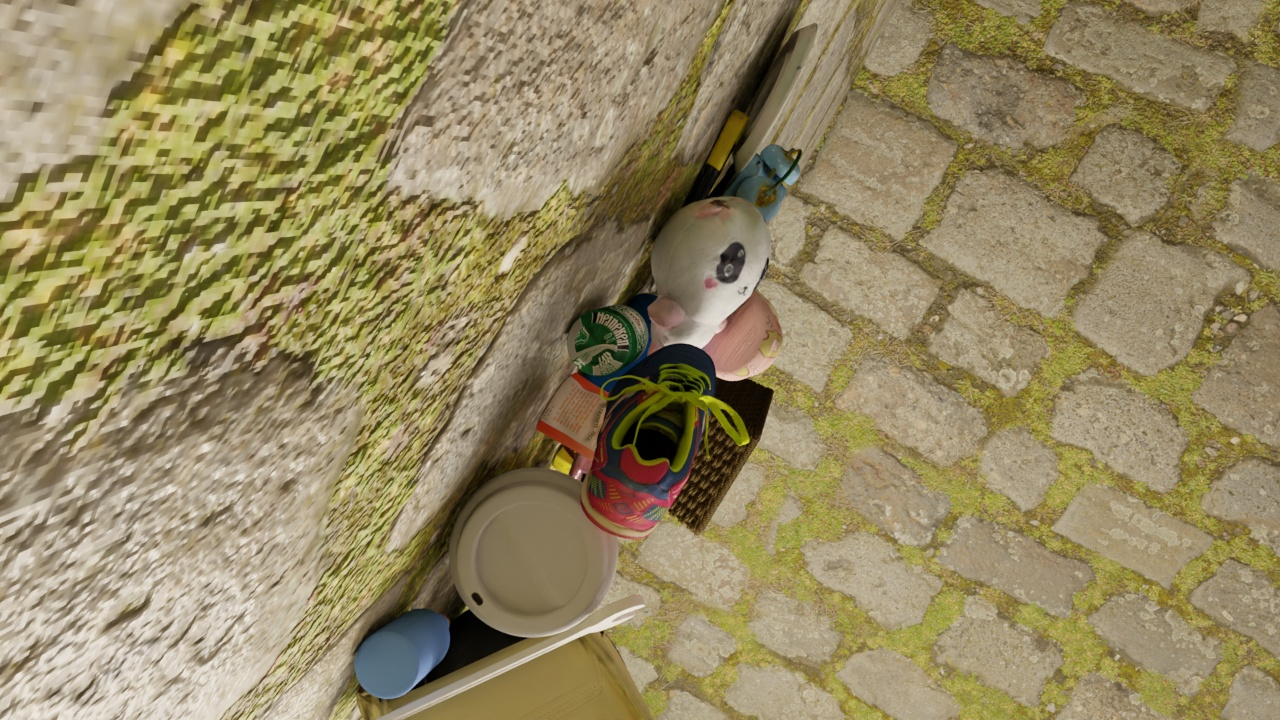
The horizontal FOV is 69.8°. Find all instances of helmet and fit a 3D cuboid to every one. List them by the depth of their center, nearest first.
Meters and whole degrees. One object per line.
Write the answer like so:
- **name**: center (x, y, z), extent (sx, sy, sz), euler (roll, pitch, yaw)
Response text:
- **helmet**: center (-0.133, 0.376, 0.998), extent (0.317, 0.249, 0.235), euler (163, -61, -68)

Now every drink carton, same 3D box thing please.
- **drink carton**: center (-0.026, 0.067, 0.840), extent (0.069, 0.122, 0.039), euler (-57, 174, -26)

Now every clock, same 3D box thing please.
- **clock**: center (0.109, -0.169, 0.961), extent (0.162, 0.060, 0.117), euler (-39, -165, 53)

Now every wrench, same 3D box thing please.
- **wrench**: center (-0.122, 0.240, 0.694), extent (0.273, 0.009, 0.047), euler (-24, 157, -3)

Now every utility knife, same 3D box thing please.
- **utility knife**: center (0.053, -0.154, 0.928), extent (0.214, 0.020, 0.028), euler (-61, 173, 29)

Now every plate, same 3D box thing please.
- **plate**: center (0.126, -0.256, 0.893), extent (0.157, 0.014, 0.156), euler (-63, -173, 14)

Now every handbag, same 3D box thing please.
- **handbag**: center (-0.110, 0.316, 0.784), extent (0.232, 0.191, 0.089), euler (-17, -174, -24)

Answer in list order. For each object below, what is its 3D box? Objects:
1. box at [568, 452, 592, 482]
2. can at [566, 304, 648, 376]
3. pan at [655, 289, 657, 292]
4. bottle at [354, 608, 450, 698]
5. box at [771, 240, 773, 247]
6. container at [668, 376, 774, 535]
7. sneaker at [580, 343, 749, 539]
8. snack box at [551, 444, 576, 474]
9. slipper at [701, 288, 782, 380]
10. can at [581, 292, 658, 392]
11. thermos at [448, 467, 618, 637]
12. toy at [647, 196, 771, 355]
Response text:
- **box**: center (-0.042, 0.070, 1.017), extent (0.098, 0.037, 0.232), euler (-59, -173, 41)
- **can**: center (-0.025, -0.018, 0.754), extent (0.053, 0.053, 0.101), euler (-60, 174, 11)
- **pan**: center (0.030, -0.036, 1.187), extent (0.357, 0.051, 0.200), euler (-61, 174, 23)
- **bottle**: center (-0.174, 0.218, 0.708), extent (0.048, 0.048, 0.131), euler (-59, 175, -1)
- **box**: center (0.095, -0.051, 1.095), extent (0.081, 0.063, 0.216), euler (-44, 156, -75)
- **container**: center (0.066, 0.096, 1.412), extent (0.177, 0.205, 0.320), euler (-60, 175, 14)
- **sneaker**: center (0.027, 0.040, 0.742), extent (0.241, 0.116, 0.091), euler (-64, 177, -55)
- **snack box**: center (-0.046, 0.089, 1.122), extent (0.148, 0.061, 0.026), euler (-55, 174, -42)
- **slipper**: center (0.105, -0.038, 0.979), extent (0.093, 0.081, 0.197), euler (-54, -151, 17)
- **can**: center (-0.006, 0.005, 0.929), extent (0.145, 0.079, 0.079), euler (-57, 174, -21)
- **thermos**: center (-0.088, 0.149, 0.799), extent (0.131, 0.131, 0.222), euler (-59, -178, -1)
- **toy**: center (0.055, -0.072, 0.871), extent (0.138, 0.101, 0.179), euler (9, 104, -57)
